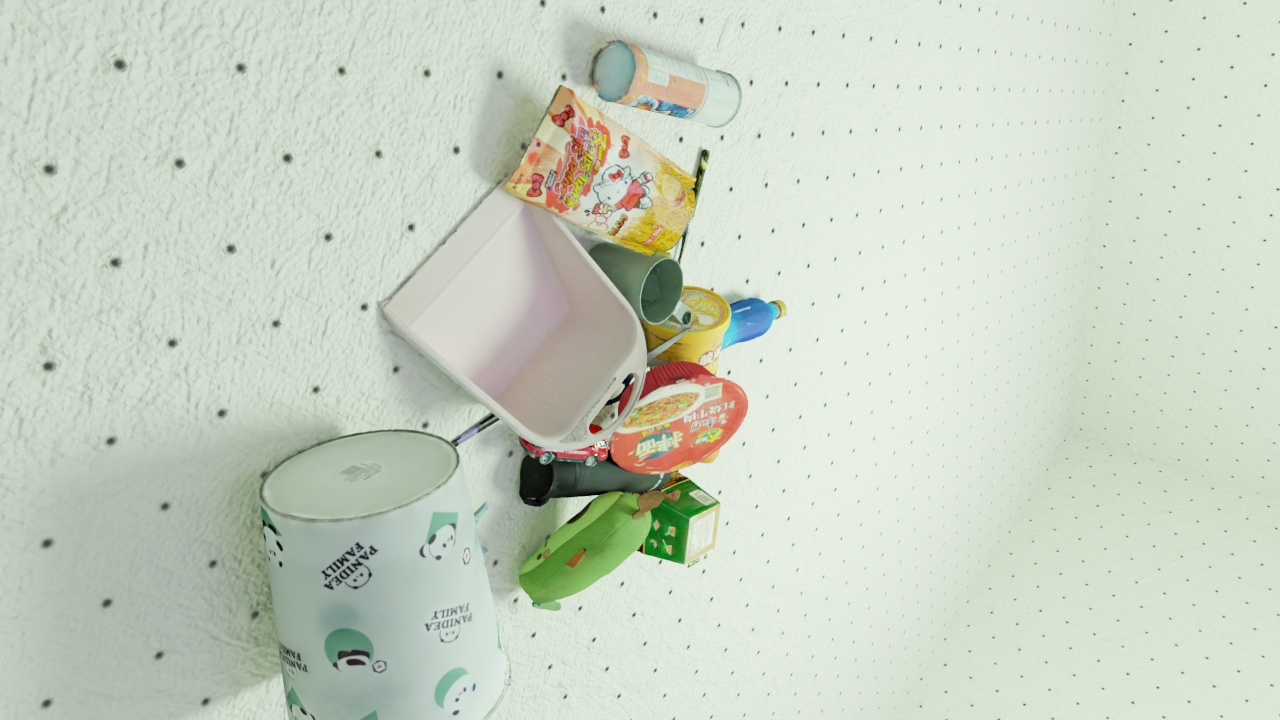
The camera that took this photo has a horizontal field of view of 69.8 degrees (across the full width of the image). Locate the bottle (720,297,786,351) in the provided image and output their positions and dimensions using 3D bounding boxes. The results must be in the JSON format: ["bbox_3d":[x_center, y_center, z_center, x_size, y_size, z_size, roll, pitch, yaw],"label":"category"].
[{"bbox_3d":[0.153,-0.058,1.394,0.218,0.065,0.065,-19,121,-46],"label":"bottle"}]

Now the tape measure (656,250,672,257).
[{"bbox_3d":[0.020,-0.113,1.230,0.059,0.029,0.057,-28,128,-42],"label":"tape measure"}]

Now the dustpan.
[{"bbox_3d":[-0.107,-0.037,1.013,0.222,0.139,0.273,-54,141,-19],"label":"dustpan"}]

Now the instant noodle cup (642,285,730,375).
[{"bbox_3d":[0.060,-0.024,1.258,0.118,0.118,0.115,-33,138,-39],"label":"instant noodle cup"}]

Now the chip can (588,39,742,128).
[{"bbox_3d":[0.036,-0.331,1.108,0.214,0.071,0.071,-5,111,-51],"label":"chip can"}]

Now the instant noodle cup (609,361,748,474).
[{"bbox_3d":[0.042,0.066,1.203,0.193,0.065,0.194,-15,142,-12],"label":"instant noodle cup"}]

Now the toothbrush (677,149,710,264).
[{"bbox_3d":[0.065,-0.199,1.261,0.017,0.012,0.186,7,102,-42],"label":"toothbrush"}]

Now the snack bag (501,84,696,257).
[{"bbox_3d":[-0.038,-0.199,1.018,0.207,0.073,0.129,24,105,-36],"label":"snack bag"}]

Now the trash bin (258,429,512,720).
[{"bbox_3d":[-0.250,0.218,0.894,0.228,0.230,0.252,-24,120,-44],"label":"trash bin"}]

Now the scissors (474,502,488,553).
[{"bbox_3d":[-0.225,0.215,1.089,0.133,0.017,0.134,-51,138,-30],"label":"scissors"}]

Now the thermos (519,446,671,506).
[{"bbox_3d":[-0.062,0.154,1.234,0.242,0.068,0.090,4,136,-51],"label":"thermos"}]

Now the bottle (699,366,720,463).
[{"bbox_3d":[0.098,0.080,1.401,0.066,0.067,0.149,8,93,-53],"label":"bottle"}]

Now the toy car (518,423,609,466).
[{"bbox_3d":[-0.092,0.099,1.131,0.120,0.053,0.045,5,116,-40],"label":"toy car"}]

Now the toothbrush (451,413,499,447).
[{"bbox_3d":[-0.155,0.058,1.102,0.188,0.017,0.014,-35,132,-36],"label":"toothbrush"}]

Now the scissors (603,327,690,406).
[{"bbox_3d":[-0.010,0.004,1.189,0.175,0.012,0.163,19,124,-26],"label":"scissors"}]

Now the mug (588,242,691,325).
[{"bbox_3d":[-0.003,-0.089,1.149,0.083,0.103,0.124,-61,144,-12],"label":"mug"}]

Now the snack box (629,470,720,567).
[{"bbox_3d":[0.055,0.238,1.379,0.118,0.106,0.118,-18,119,-48],"label":"snack box"}]

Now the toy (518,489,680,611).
[{"bbox_3d":[-0.060,0.235,1.193,0.247,0.090,0.227,-38,173,3],"label":"toy"}]
